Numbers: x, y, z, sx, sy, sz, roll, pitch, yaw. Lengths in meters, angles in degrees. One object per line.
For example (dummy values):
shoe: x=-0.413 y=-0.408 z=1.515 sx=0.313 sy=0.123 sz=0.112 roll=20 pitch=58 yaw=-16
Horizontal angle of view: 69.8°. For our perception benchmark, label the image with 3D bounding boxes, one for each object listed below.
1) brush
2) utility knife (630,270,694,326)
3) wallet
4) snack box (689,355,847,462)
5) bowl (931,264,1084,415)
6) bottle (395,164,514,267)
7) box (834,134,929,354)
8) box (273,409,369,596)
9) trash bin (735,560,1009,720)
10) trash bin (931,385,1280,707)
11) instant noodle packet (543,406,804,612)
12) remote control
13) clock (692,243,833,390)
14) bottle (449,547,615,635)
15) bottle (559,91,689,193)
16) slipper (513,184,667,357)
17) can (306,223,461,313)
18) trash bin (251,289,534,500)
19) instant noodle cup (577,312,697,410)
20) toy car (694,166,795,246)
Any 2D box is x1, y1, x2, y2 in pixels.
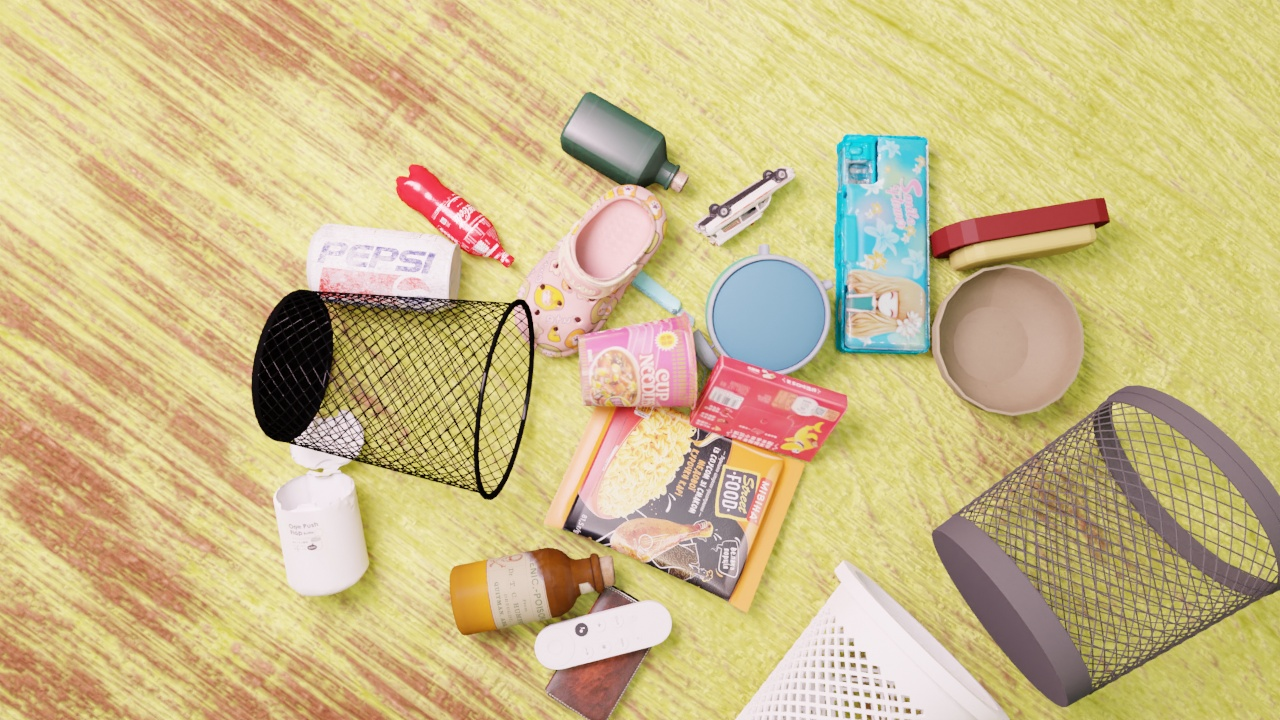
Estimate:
brush: x=0.387 y=-0.126 z=0.937 sx=0.173 sy=0.082 sz=0.042 roll=-10 pitch=86 yaw=-3
utility knife: x=0.007 y=-0.077 z=0.950 sx=0.126 sy=0.015 sz=0.022 roll=37 pitch=68 yaw=0
wallet: x=-0.035 y=0.293 z=0.915 sx=0.072 sy=0.019 sz=0.123 roll=32 pitch=85 yaw=0
snack box: x=0.125 y=0.050 z=0.907 sx=0.133 sy=0.089 sz=0.021 roll=18 pitch=42 yaw=-7
bowl: x=0.369 y=-0.019 z=0.943 sx=0.152 sy=0.050 sz=0.152 roll=0 pitch=85 yaw=-3
bottle: x=-0.186 y=-0.143 z=0.933 sx=0.141 sy=0.042 sz=0.042 roll=39 pitch=85 yaw=1
box: x=0.251 y=-0.120 z=0.951 sx=0.094 sy=0.041 sz=0.226 roll=1 pitch=85 yaw=-3
box: x=-0.307 y=0.136 z=0.896 sx=0.083 sy=0.141 sz=0.140 roll=-1 pitch=114 yaw=0
trash bin: x=0.193 y=0.327 z=0.851 sx=0.195 sy=0.195 sz=0.199 roll=43 pitch=94 yaw=1
trash bin: x=0.425 y=0.176 z=0.854 sx=0.227 sy=0.218 sz=0.217 roll=-33 pitch=87 yaw=-1
instant noodle packet: x=0.037 y=0.133 z=0.923 sx=0.221 sy=0.032 sz=0.159 roll=24 pitch=78 yaw=-1
remote control: x=-0.036 y=0.269 z=0.899 sx=0.136 sy=0.013 sz=0.043 roll=-13 pitch=86 yaw=-3
clock: x=0.117 y=-0.029 z=0.926 sx=0.122 sy=0.075 sz=0.162 roll=30 pitch=97 yaw=-1
bottle: x=-0.102 y=0.219 z=0.894 sx=0.157 sy=0.068 sz=0.068 roll=-11 pitch=86 yaw=-3
bottle: x=-0.012 y=-0.212 z=0.936 sx=0.131 sy=0.061 sz=0.061 roll=30 pitch=86 yaw=0
slipper: x=-0.054 y=-0.091 z=0.906 sx=0.093 sy=0.081 sz=0.197 roll=38 pitch=95 yaw=3
can: x=-0.251 y=-0.090 z=0.907 sx=0.136 sy=0.078 sz=0.078 roll=6 pitch=85 yaw=-2
trash bin: x=-0.223 y=0.020 z=0.848 sx=0.210 sy=0.184 sz=0.184 roll=9 pitch=85 yaw=6
instant noodle cup: x=-0.005 y=0.005 z=0.898 sx=0.108 sy=0.098 sz=0.097 roll=-5 pitch=85 yaw=-6
toy car: x=0.111 y=-0.160 z=0.952 sx=0.113 sy=0.039 sz=0.039 roll=-33 pitch=108 yaw=-5
